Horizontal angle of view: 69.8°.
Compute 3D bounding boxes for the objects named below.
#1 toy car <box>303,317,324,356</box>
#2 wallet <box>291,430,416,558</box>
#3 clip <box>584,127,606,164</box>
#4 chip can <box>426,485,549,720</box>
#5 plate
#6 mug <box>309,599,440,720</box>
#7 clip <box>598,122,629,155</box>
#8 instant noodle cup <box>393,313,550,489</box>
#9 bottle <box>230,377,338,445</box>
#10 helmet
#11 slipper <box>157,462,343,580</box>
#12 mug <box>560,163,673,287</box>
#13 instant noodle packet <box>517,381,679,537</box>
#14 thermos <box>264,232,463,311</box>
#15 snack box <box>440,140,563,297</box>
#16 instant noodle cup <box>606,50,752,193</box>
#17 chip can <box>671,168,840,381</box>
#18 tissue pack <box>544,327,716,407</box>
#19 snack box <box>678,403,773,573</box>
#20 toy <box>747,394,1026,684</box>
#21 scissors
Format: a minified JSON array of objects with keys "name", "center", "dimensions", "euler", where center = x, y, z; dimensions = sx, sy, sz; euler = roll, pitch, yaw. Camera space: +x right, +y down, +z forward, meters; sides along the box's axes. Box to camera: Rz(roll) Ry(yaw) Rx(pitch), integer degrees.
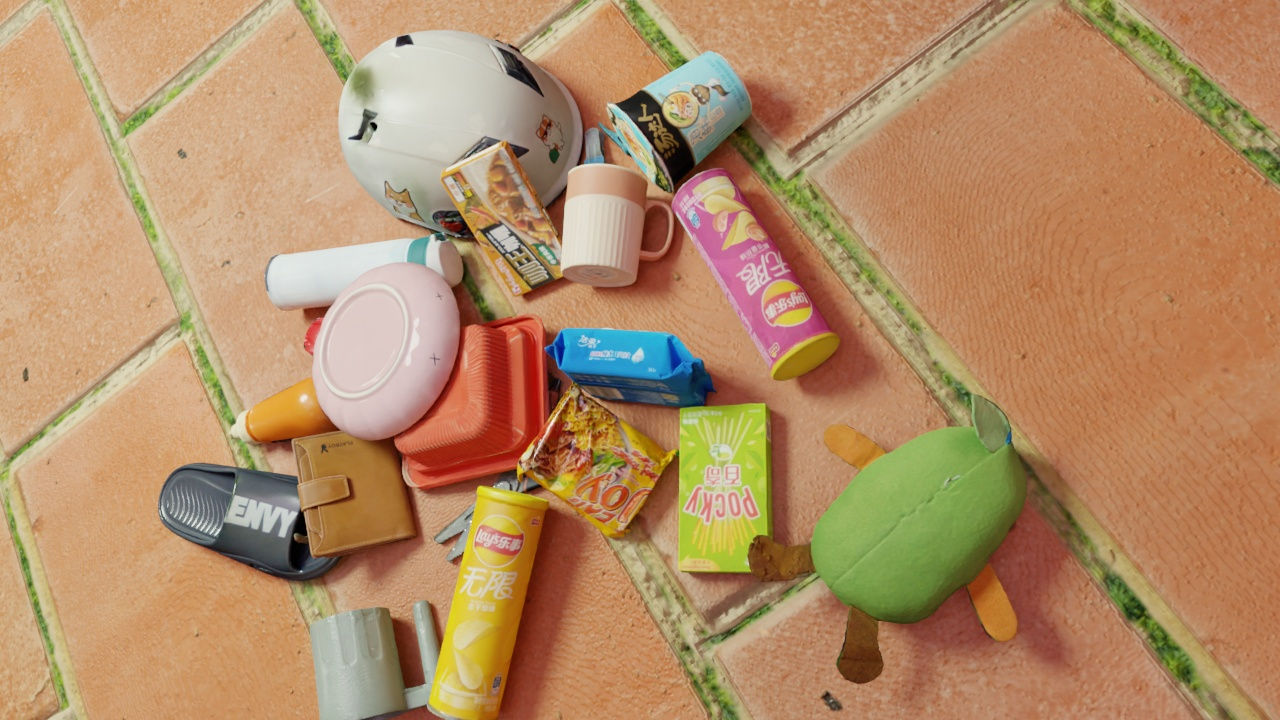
[{"name":"toy car","center":[-0.341,-0.019,1.044],"dimensions":[0.106,0.031,0.049],"euler":[16,80,24]},{"name":"wallet","center":[-0.308,0.137,0.963],"dimensions":[0.119,0.035,0.130],"euler":[-8,68,-25]},{"name":"clip","center":[-0.050,-0.230,1.008],"dimensions":[0.026,0.042,0.058],"euler":[-12,69,17]},{"name":"chip can","center":[-0.146,0.230,0.879],"dimensions":[0.072,0.072,0.213],"euler":[11,83,21]},{"name":"plate","center":[-0.271,-0.016,0.937],"dimensions":[0.193,0.039,0.192],"euler":[-10,69,28]},{"name":"mug","center":[-0.260,0.301,0.910],"dimensions":[0.124,0.084,0.103],"euler":[-12,68,-13]},{"name":"clip","center":[-0.023,-0.247,1.005],"dimensions":[0.033,0.013,0.054],"euler":[-28,66,11]},{"name":"instant noodle cup","center":[-0.187,0.038,0.943],"dimensions":[0.189,0.079,0.164],"euler":[-16,67,25]},{"name":"bottle","center":[-0.399,0.064,1.028],"dimensions":[0.150,0.066,0.066],"euler":[-16,71,22]},{"name":"helmet","center":[-0.215,-0.264,0.998],"dimensions":[0.274,0.157,0.230],"euler":[11,80,21]},{"name":"slipper","center":[-0.437,0.170,0.998],"dimensions":[0.268,0.083,0.110],"euler":[8,80,21]},{"name":"mug","center":[-0.023,-0.135,0.945],"dimensions":[0.114,0.082,0.105],"euler":[7,78,-10]},{"name":"instant noodle packet","center":[-0.042,0.099,0.880],"dimensions":[0.128,0.044,0.111],"euler":[35,90,-7]},{"name":"thermos","center":[-0.309,-0.096,1.035],"dimensions":[0.224,0.073,0.073],"euler":[-5,74,17]},{"name":"snack box","center":[-0.135,-0.144,0.951],"dimensions":[0.075,0.154,0.026],"euler":[-23,31,11]},{"name":"instant noodle cup","center":[0.045,-0.251,0.937],"dimensions":[0.120,0.111,0.111],"euler":[-37,67,-2]},{"name":"chip can","center":[0.108,-0.086,0.884],"dimensions":[0.071,0.071,0.210],"euler":[-32,67,8]},{"name":"tissue pack","center":[-0.005,0.005,0.887],"dimensions":[0.157,0.095,0.052],"euler":[5,71,20]},{"name":"snack box","center":[0.080,0.120,0.863],"dimensions":[0.086,0.026,0.156],"euler":[-3,75,19]},{"name":"toy","center":[0.224,0.144,0.773],"dimensions":[0.247,0.090,0.227],"euler":[-40,68,2]},{"name":"scissors","center":[-0.132,0.112,0.945],"dimensions":[0.202,0.015,0.205],"euler":[-5,75,17]}]
